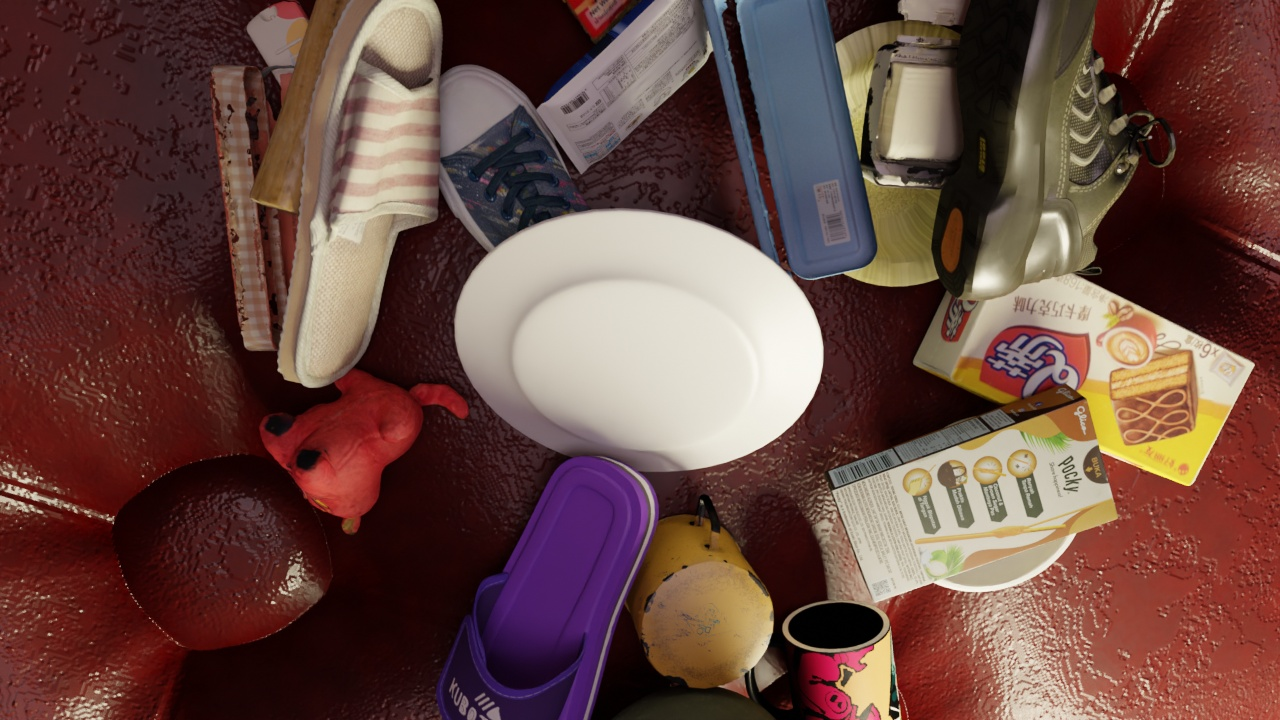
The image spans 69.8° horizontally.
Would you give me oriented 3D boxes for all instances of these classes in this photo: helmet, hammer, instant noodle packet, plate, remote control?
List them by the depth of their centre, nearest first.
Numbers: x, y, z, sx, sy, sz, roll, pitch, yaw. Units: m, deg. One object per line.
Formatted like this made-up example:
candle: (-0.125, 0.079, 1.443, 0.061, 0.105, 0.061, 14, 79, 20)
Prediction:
hammer: (-0.172, -0.250, 0.562, 0.132, 0.033, 0.330, 18, 87, 2)
plate: (-0.003, 0.003, 0.602, 0.242, 0.016, 0.243, 4, 136, 4)
remote control: (-0.215, -0.179, 0.614, 0.038, 0.018, 0.125, -30, 101, 1)
instant noodle packet: (-0.005, -0.191, 0.615, 0.134, 0.087, 0.026, -43, 67, 1)
helmet: (0.034, 0.328, 0.657, 0.226, 0.154, 0.268, -14, 131, -22)
plate: (0.185, -0.148, 0.671, 0.184, 0.036, 0.184, -1, 100, -9)

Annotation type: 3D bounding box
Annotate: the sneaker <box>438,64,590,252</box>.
sneaker: (-0.068, -0.091, 0.620, 0.087, 0.079, 0.235, -34, 103, -2)

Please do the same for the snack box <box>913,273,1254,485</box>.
snack box: (0.340, 0.003, 0.708, 0.230, 0.061, 0.110, 23, 97, -12)

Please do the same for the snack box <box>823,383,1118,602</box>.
snack box: (0.242, 0.099, 0.676, 0.186, 0.031, 0.101, -21, 107, 6)

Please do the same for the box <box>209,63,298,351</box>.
box: (-0.237, -0.096, 0.598, 0.070, 0.056, 0.187, -8, 108, -25)

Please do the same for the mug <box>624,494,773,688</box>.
mug: (0.042, 0.165, 0.674, 0.100, 0.094, 0.124, 8, 98, -10)

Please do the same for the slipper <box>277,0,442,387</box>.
slipper: (-0.167, -0.095, 0.568, 0.052, 0.114, 0.263, 25, 113, 11)

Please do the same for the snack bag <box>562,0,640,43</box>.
snack bag: (-0.040, -0.331, 0.607, 0.139, 0.066, 0.208, -34, 94, 4)

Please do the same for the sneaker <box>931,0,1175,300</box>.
sneaker: (0.276, -0.149, 0.569, 0.143, 0.101, 0.238, -1, 116, -5)

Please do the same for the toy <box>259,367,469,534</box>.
toy: (-0.187, 0.058, 0.647, 0.132, 0.088, 0.094, -26, 137, -23)

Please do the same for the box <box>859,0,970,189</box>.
box: (0.227, -0.207, 0.625, 0.144, 0.058, 0.188, 2, 102, -10)

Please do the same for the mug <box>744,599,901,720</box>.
mug: (0.140, 0.251, 0.719, 0.118, 0.081, 0.098, -5, 102, 20)

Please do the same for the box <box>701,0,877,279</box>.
box: (0.100, -0.157, 0.600, 0.073, 0.085, 0.209, -13, 92, 22)

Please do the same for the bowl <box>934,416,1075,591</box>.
bowl: (0.266, 0.106, 0.720, 0.149, 0.043, 0.150, 0, 108, -1)

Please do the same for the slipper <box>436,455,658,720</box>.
slipper: (-0.080, 0.193, 0.639, 0.107, 0.084, 0.266, 26, 98, 27)
